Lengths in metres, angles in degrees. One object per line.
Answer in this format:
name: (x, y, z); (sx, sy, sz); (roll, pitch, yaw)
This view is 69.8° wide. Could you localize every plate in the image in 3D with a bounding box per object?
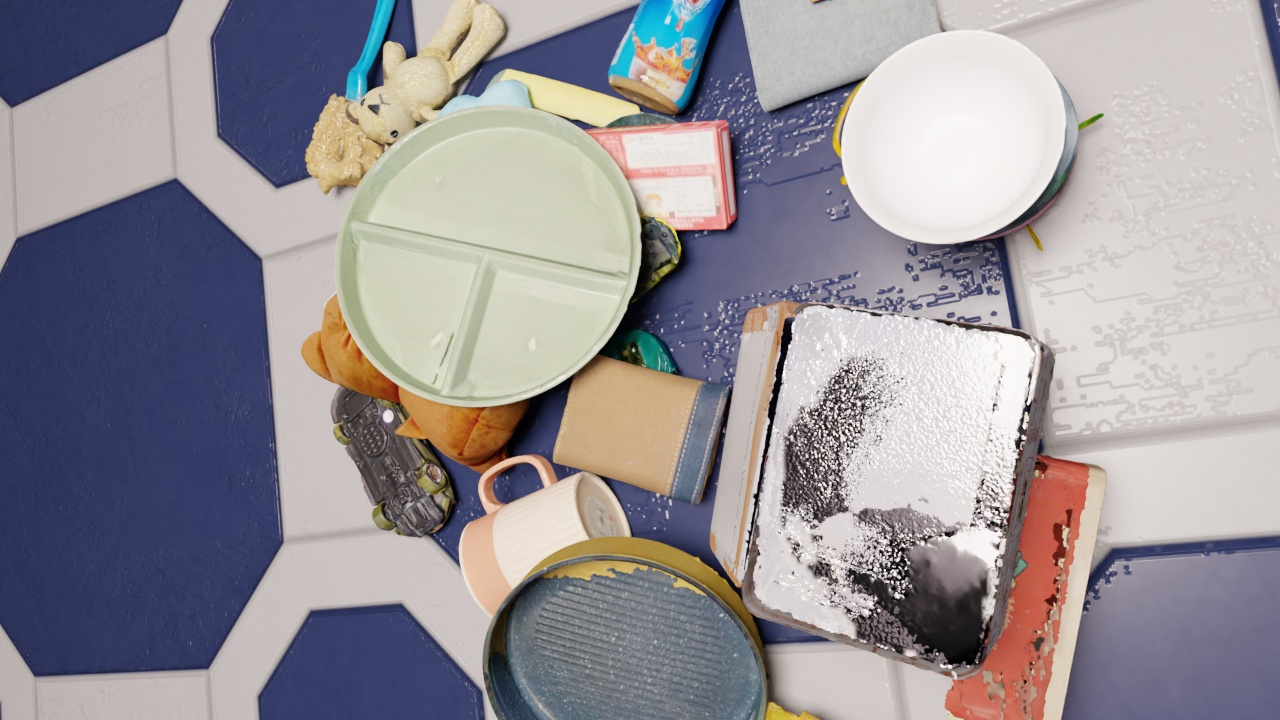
plate: (-0.112, -0.077, 0.673); (0.230, 0.027, 0.230); (-2, 78, 7)

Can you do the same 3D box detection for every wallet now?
wallet: (0.137, -0.246, 0.645); (0.130, 0.037, 0.106); (-14, 81, 24)
wallet: (0.001, 0.049, 0.673); (0.115, 0.033, 0.090); (14, 92, 6)

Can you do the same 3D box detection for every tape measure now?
tape measure: (-0.004, 0.004, 0.703); (0.058, 0.025, 0.054); (-33, 74, 20)

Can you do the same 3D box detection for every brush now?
brush: (-0.248, -0.273, 0.837); (0.083, 0.045, 0.254); (11, 88, 30)

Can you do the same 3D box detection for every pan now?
pan: (0.064, 0.236, 0.613); (0.357, 0.078, 0.198); (11, 110, 7)

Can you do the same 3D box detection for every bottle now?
bottle: (0.044, -0.295, 0.679); (0.065, 0.065, 0.219); (26, 97, 25)

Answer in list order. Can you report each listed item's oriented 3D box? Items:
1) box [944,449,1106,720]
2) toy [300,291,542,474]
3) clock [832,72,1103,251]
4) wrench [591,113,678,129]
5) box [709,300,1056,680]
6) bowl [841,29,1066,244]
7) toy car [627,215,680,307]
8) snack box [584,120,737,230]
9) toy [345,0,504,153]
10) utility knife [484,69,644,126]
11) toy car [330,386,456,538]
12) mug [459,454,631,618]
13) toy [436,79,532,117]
box: (0.220, 0.137, 0.548); (0.076, 0.091, 0.168); (10, 91, 23)
toy: (-0.172, -0.003, 0.737); (0.199, 0.130, 0.140); (30, 95, 4)
clock: (0.200, -0.139, 0.595); (0.158, 0.059, 0.117); (26, 99, 23)
wrench: (-0.081, -0.164, 0.753); (0.274, 0.016, 0.056); (0, 101, 27)
box: (0.109, 0.058, 0.544); (0.271, 0.134, 0.179); (11, 92, 58)
bowl: (0.182, -0.122, 0.533); (0.118, 0.064, 0.118); (-1, 88, 25)
toy car: (-0.010, -0.069, 0.701); (0.105, 0.032, 0.048); (-39, 86, 31)
snack box: (-0.005, -0.138, 0.696); (0.153, 0.025, 0.075); (3, 115, 26)
toy: (-0.181, -0.245, 0.784); (0.105, 0.066, 0.157); (44, 96, 2)
utility knife: (-0.042, -0.202, 0.738); (0.205, 0.021, 0.031); (23, 101, 27)
toy car: (-0.214, 0.079, 0.790); (0.070, 0.042, 0.158); (-38, 73, 19)
mug: (-0.077, 0.127, 0.697); (0.106, 0.081, 0.114); (-28, 78, 20)
toy: (-0.149, -0.151, 0.739); (0.161, 0.050, 0.156); (-10, 63, 16)
